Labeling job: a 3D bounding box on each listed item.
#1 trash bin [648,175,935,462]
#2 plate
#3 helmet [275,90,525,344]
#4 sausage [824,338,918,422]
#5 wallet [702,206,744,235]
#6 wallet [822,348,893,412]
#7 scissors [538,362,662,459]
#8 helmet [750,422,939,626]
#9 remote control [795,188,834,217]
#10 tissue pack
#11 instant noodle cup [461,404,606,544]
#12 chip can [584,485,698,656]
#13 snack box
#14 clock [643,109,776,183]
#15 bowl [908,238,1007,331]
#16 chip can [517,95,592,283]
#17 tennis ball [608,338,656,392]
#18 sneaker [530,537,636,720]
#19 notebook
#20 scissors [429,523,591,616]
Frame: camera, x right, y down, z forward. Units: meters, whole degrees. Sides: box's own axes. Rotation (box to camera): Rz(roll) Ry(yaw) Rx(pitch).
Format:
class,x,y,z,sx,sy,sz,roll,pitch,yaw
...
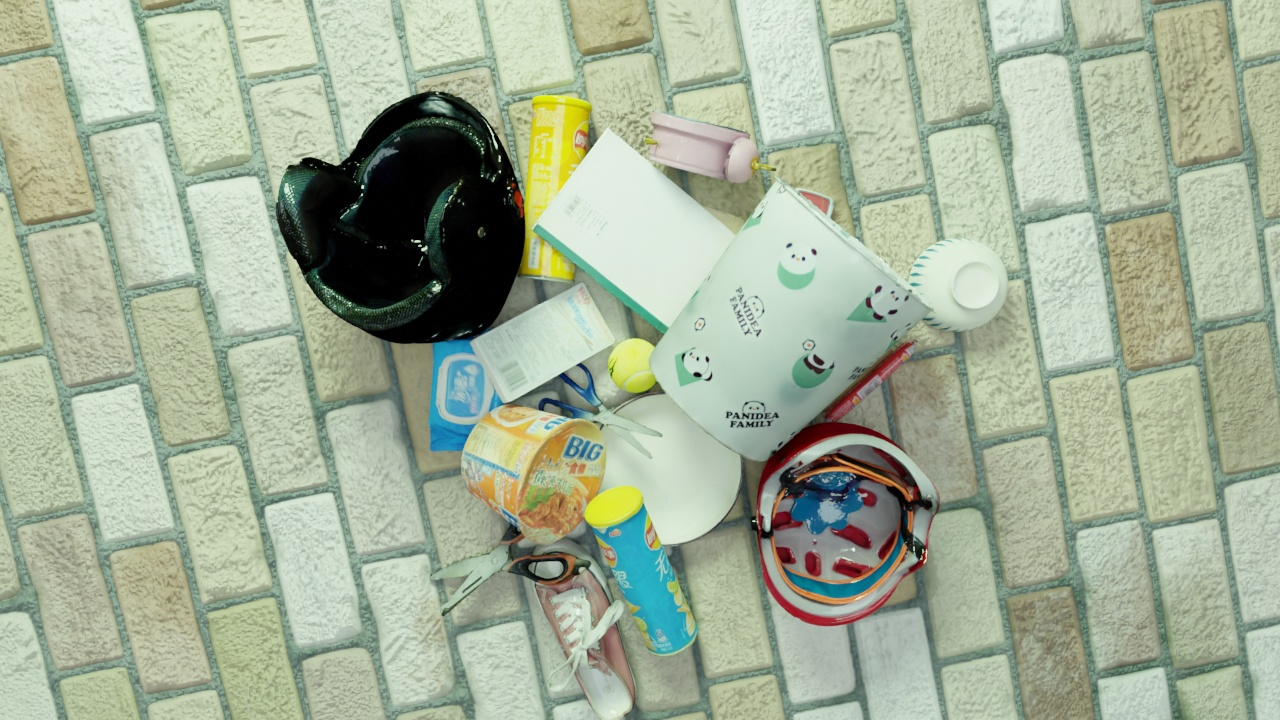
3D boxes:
class,x,y,z,sx,sy,sz,roll,pitch,yaw
trash bin,0.156,-0.039,1.027,0.229,0.229,0.252,39,105,-4
plate,0.030,0.132,1.135,0.192,0.039,0.192,0,95,-2
helmet,-0.240,-0.147,1.014,0.234,0.230,0.274,10,72,20
sausage,0.283,0.027,1.128,0.156,0.020,0.020,-41,95,-3
wallet,0.077,-0.128,1.125,0.087,0.024,0.115,16,93,2
wallet,0.248,-0.007,1.142,0.115,0.020,0.101,-35,95,-1
scissors,-0.047,0.056,1.106,0.170,0.012,0.144,-7,79,22
helmet,0.231,0.179,1.098,0.207,0.143,0.240,11,110,-5
remote control,0.194,-0.141,1.128,0.056,0.020,0.136,17,94,-4
tissue pack,-0.208,0.037,1.113,0.095,0.052,0.157,5,94,-2
instant noodle cup,-0.129,0.124,1.070,0.111,0.151,0.151,20,94,34
chip can,0.004,0.254,1.097,0.071,0.071,0.210,-22,113,0
snack box,-0.115,-0.022,1.095,0.156,0.027,0.084,-30,95,-24
clock,0.083,-0.246,1.070,0.158,0.117,0.060,13,104,-1
bowl,0.393,-0.092,1.115,0.116,0.066,0.116,0,95,-2
chip can,-0.102,-0.200,1.088,0.072,0.072,0.213,5,94,-2
tennis ball,-0.007,0.006,1.111,0.065,0.065,0.065,0,94,-2
sneaker,-0.068,0.333,1.121,0.118,0.088,0.241,-21,90,0
notebook,-0.002,-0.147,1.078,0.209,0.012,0.150,38,87,-16
scissors,-0.156,0.238,1.126,0.224,0.015,0.188,9,70,25
